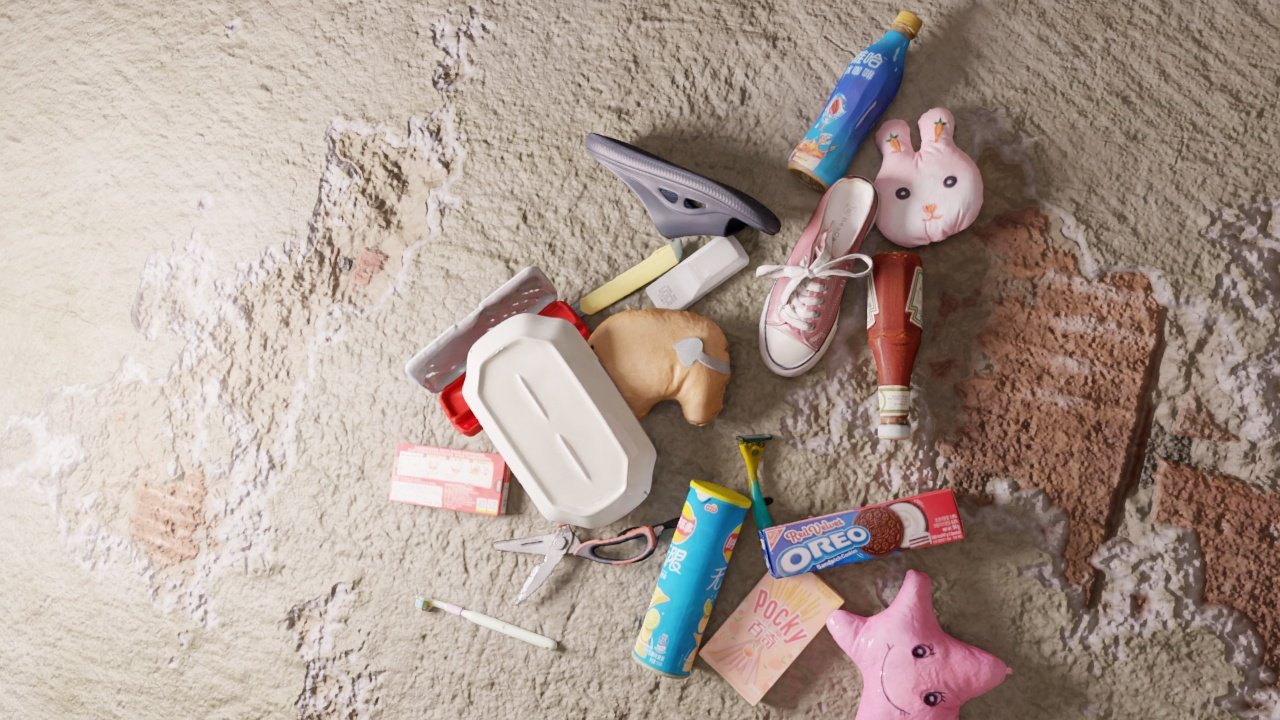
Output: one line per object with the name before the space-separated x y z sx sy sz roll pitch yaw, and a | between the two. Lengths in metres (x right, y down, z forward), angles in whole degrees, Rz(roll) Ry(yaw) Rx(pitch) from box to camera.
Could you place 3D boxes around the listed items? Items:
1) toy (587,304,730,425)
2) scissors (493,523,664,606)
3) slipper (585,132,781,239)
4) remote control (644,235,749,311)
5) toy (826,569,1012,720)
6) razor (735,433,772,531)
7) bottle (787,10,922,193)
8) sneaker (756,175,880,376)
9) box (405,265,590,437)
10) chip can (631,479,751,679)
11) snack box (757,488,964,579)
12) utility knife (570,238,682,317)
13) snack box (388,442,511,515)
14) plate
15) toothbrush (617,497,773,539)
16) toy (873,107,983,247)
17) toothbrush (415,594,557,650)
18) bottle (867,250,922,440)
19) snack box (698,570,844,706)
toy | -0.006 0.006 1.076 0.226 0.082 0.143 -2 82 17
scissors | -0.077 0.210 1.094 0.189 0.015 0.225 28 89 26
slipper | 0.042 -0.189 1.084 0.268 0.110 0.083 29 106 22
remote control | 0.068 -0.102 1.099 0.125 0.024 0.049 -36 75 9
toy | 0.292 0.318 0.959 0.179 0.074 0.194 -9 80 14
razor | 0.136 0.149 1.041 0.043 0.028 0.132 -1 75 -29
bottle | 0.252 -0.298 1.052 0.065 0.065 0.218 34 92 16
sneaker | 0.192 -0.093 1.018 0.118 0.087 0.241 27 103 18
box | -0.167 -0.010 1.090 0.201 0.100 0.094 -39 57 -2
chip can | 0.057 0.244 1.028 0.071 0.071 0.210 20 92 17
snack box | 0.233 0.186 0.985 0.207 0.058 0.057 -13 80 3
utility knife | -0.023 -0.094 1.126 0.179 0.019 0.031 -28 73 9
snack box | -0.238 0.148 1.150 0.153 0.025 0.075 5 83 16
plate | -0.096 0.073 1.047 0.162 0.034 0.265 -32 92 11
toothbrush | 0.063 0.185 1.073 0.189 0.016 0.014 -15 82 10
toy | 0.315 -0.207 1.031 0.121 0.054 0.159 -13 73 21
toothbrush | -0.189 0.321 1.120 0.190 0.029 0.020 13 46 15
bottle | 0.280 -0.016 1.013 0.060 0.059 0.206 1 84 15
snack box | 0.146 0.297 1.026 0.084 0.026 0.157 40 95 16
